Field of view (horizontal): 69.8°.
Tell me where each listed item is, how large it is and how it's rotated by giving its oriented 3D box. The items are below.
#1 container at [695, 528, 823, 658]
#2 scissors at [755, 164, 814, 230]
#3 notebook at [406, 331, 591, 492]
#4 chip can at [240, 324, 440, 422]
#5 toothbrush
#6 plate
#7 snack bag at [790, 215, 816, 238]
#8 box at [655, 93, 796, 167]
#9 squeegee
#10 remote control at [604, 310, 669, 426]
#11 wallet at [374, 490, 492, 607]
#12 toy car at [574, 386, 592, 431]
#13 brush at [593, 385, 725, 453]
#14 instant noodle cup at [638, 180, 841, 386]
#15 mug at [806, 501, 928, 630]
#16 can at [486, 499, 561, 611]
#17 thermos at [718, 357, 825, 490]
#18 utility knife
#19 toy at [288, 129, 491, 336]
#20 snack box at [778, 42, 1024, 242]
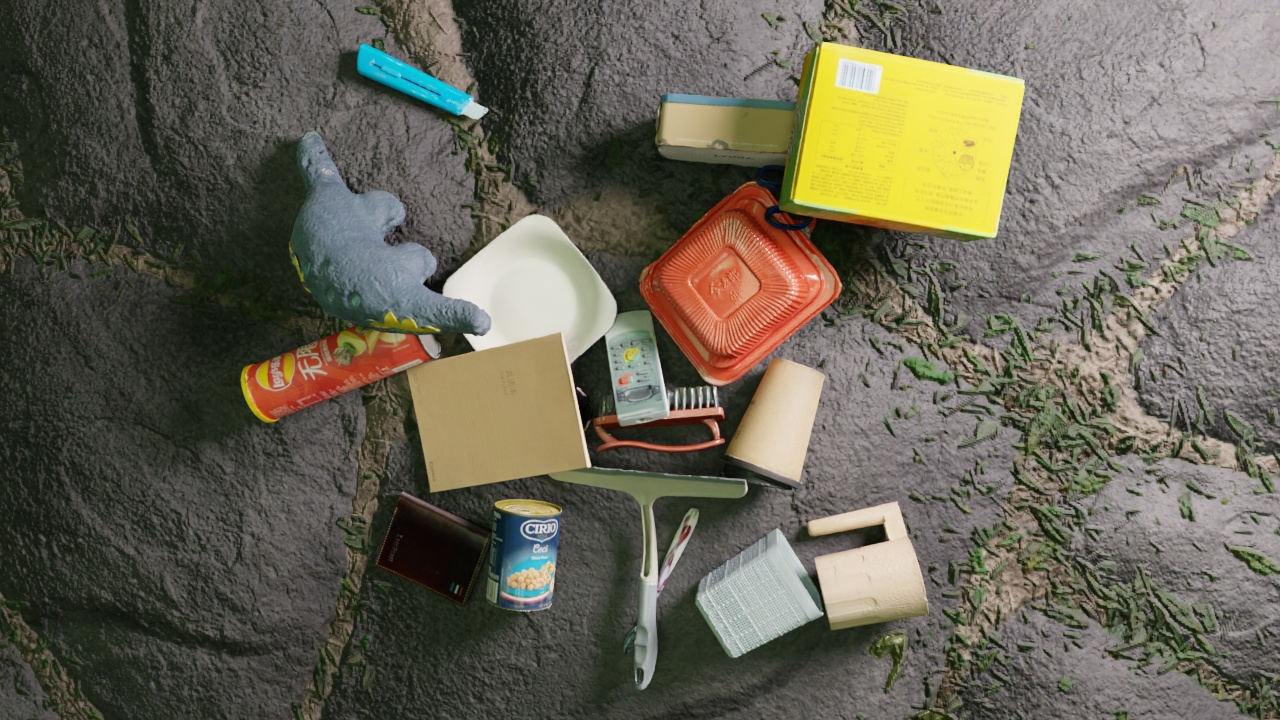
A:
[{"bbox_3d":[0.126,0.255,0.997,0.111,0.090,0.090,-32,88,8],"label":"container"},{"bbox_3d":[0.202,-0.166,0.977,0.169,0.012,0.146,27,56,5],"label":"scissors"},{"bbox_3d":[-0.163,0.061,1.026,0.212,0.012,0.149,-11,90,24],"label":"notebook"},{"bbox_3d":[-0.340,0.003,1.044,0.217,0.073,0.073,-20,90,6],"label":"chip can"},{"bbox_3d":[0.022,0.251,1.042,0.016,0.017,0.187,26,95,8],"label":"toothbrush"},{"bbox_3d":[-0.123,-0.063,1.039,0.164,0.034,0.164,-38,87,6],"label":"plate"},{"bbox_3d":[0.170,-0.112,1.011,0.045,0.026,0.105,3,93,4],"label":"snack bag"},{"bbox_3d":[0.109,-0.244,0.984,0.184,0.089,0.059,3,92,3],"label":"box"},{"bbox_3d":[0.007,0.240,1.019,0.247,0.039,0.246,1,93,27],"label":"squeegee"},{"bbox_3d":[-0.006,0.006,1.004,0.056,0.019,0.135,-12,59,5],"label":"remote control"},{"bbox_3d":[-0.240,0.219,1.069,0.122,0.020,0.096,23,94,7],"label":"wallet"},{"bbox_3d":[-0.113,0.063,1.040,0.122,0.037,0.056,-9,93,9],"label":"toy car"},{"bbox_3d":[0.020,0.068,1.014,0.146,0.063,0.069,-4,78,7],"label":"brush"},{"bbox_3d":[0.097,-0.081,0.984,0.189,0.079,0.164,-42,81,17],"label":"instant noodle cup"},{"bbox_3d":[0.243,0.223,0.995,0.103,0.084,0.124,-13,66,7],"label":"mug"},{"bbox_3d":[-0.131,0.218,1.028,0.075,0.075,0.111,6,93,5],"label":"can"},{"bbox_3d":[0.146,0.073,0.993,0.093,0.093,0.143,20,86,5],"label":"thermos"},{"bbox_3d":[-0.251,-0.315,1.053,0.166,0.018,0.034,25,93,3],"label":"utility knife"},{"bbox_3d":[-0.306,-0.117,1.001,0.138,0.091,0.356,-41,67,-3],"label":"toy"},{"bbox_3d":[0.254,-0.211,0.909,0.210,0.070,0.158,9,94,-5],"label":"snack box"}]
